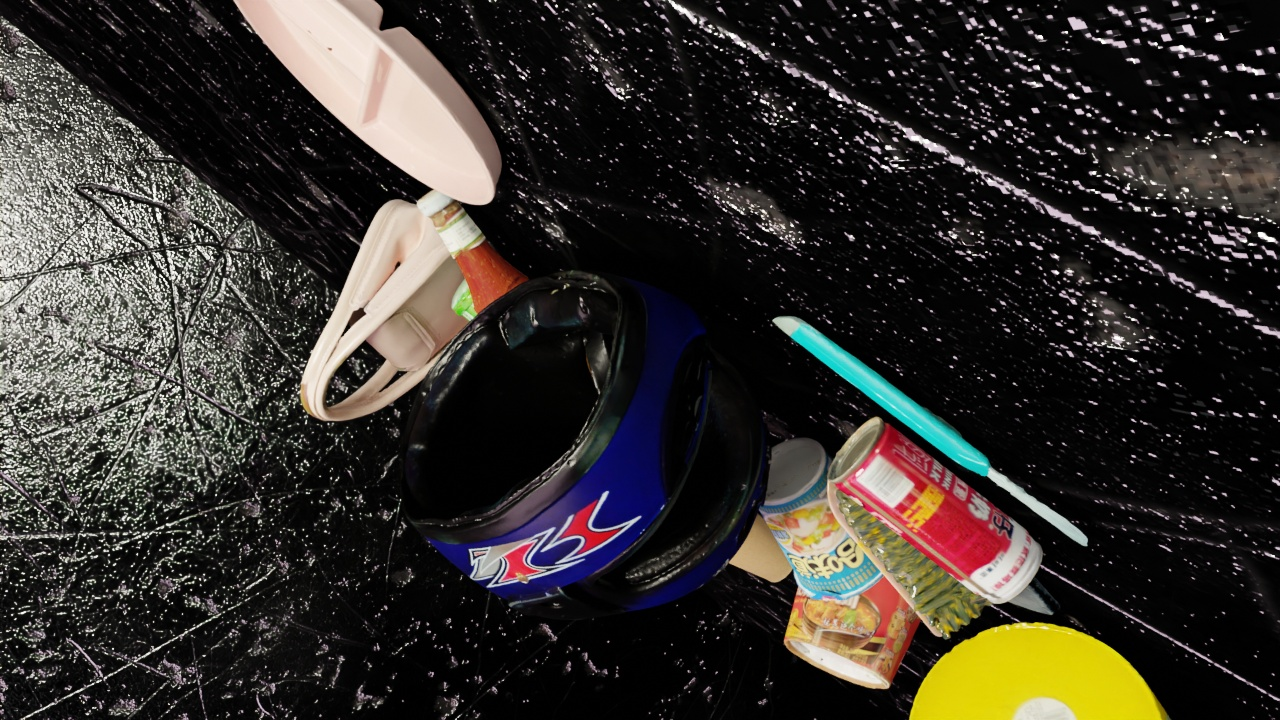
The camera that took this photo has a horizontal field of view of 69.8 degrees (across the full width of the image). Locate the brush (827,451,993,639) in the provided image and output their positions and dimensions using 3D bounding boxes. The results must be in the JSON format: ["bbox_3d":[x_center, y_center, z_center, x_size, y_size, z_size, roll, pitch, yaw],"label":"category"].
[{"bbox_3d":[0.189,0.125,0.658,0.145,0.063,0.073,48,-168,1],"label":"brush"}]

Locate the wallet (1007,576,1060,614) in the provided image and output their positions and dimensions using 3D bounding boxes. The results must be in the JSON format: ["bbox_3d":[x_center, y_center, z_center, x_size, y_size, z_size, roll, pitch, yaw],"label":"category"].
[{"bbox_3d":[0.249,0.149,0.705,0.097,0.019,0.121,44,165,-25],"label":"wallet"}]

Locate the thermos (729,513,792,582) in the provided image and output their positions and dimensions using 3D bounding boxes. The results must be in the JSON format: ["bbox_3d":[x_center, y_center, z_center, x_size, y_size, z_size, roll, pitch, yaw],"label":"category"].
[{"bbox_3d":[0.131,0.229,1.186,0.143,0.093,0.093,35,170,-23],"label":"thermos"}]

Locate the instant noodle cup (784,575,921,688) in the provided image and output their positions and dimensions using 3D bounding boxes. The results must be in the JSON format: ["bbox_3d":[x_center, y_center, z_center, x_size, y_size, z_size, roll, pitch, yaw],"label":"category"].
[{"bbox_3d":[0.214,0.256,0.918,0.138,0.108,0.138,23,158,9],"label":"instant noodle cup"}]

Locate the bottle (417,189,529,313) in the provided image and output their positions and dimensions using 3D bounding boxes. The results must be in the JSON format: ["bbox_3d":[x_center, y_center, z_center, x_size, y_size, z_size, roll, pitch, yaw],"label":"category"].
[{"bbox_3d":[-0.128,-0.064,0.826,0.206,0.059,0.060,57,162,-19],"label":"bottle"}]

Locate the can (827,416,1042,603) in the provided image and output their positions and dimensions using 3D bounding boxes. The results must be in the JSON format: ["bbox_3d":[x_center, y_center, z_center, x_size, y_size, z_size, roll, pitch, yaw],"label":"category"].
[{"bbox_3d":[0.189,0.097,0.591,0.133,0.053,0.053,37,168,-1],"label":"can"}]

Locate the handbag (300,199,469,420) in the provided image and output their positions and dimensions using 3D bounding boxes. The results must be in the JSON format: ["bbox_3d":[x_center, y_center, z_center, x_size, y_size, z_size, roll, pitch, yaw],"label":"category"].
[{"bbox_3d":[-0.257,-0.033,0.946,0.093,0.234,0.193,33,168,13],"label":"handbag"}]

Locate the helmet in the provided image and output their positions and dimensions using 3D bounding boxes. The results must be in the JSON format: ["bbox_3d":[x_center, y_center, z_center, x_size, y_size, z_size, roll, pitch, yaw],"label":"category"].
[{"bbox_3d":[-0.021,0.072,0.695,0.240,0.246,0.316,27,154,-31],"label":"helmet"}]

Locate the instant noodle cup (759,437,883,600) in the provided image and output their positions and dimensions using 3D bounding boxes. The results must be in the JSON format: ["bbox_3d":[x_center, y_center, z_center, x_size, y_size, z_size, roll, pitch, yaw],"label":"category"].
[{"bbox_3d":[0.144,0.124,0.751,0.110,0.099,0.099,53,162,-26],"label":"instant noodle cup"}]

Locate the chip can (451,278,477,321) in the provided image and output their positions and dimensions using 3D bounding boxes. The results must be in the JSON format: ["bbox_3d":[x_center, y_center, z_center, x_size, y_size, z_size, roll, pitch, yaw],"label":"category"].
[{"bbox_3d":[-0.087,-0.014,0.924,0.221,0.072,0.073,40,168,-13],"label":"chip can"}]

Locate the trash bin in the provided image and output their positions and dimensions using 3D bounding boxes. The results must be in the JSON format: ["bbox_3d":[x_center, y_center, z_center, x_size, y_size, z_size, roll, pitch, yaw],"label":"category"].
[{"bbox_3d":[0.350,0.358,0.746,0.230,0.229,0.255,21,154,54],"label":"trash bin"}]

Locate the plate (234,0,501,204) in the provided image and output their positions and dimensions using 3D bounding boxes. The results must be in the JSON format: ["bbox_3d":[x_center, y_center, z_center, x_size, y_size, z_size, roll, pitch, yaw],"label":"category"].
[{"bbox_3d":[-0.186,-0.195,0.635,0.229,0.028,0.230,35,167,9],"label":"plate"}]

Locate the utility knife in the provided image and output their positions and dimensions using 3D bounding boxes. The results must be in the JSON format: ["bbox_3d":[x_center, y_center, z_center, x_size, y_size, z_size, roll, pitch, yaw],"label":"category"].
[{"bbox_3d":[0.167,0.038,0.530,0.218,0.013,0.029,38,166,8],"label":"utility knife"}]
